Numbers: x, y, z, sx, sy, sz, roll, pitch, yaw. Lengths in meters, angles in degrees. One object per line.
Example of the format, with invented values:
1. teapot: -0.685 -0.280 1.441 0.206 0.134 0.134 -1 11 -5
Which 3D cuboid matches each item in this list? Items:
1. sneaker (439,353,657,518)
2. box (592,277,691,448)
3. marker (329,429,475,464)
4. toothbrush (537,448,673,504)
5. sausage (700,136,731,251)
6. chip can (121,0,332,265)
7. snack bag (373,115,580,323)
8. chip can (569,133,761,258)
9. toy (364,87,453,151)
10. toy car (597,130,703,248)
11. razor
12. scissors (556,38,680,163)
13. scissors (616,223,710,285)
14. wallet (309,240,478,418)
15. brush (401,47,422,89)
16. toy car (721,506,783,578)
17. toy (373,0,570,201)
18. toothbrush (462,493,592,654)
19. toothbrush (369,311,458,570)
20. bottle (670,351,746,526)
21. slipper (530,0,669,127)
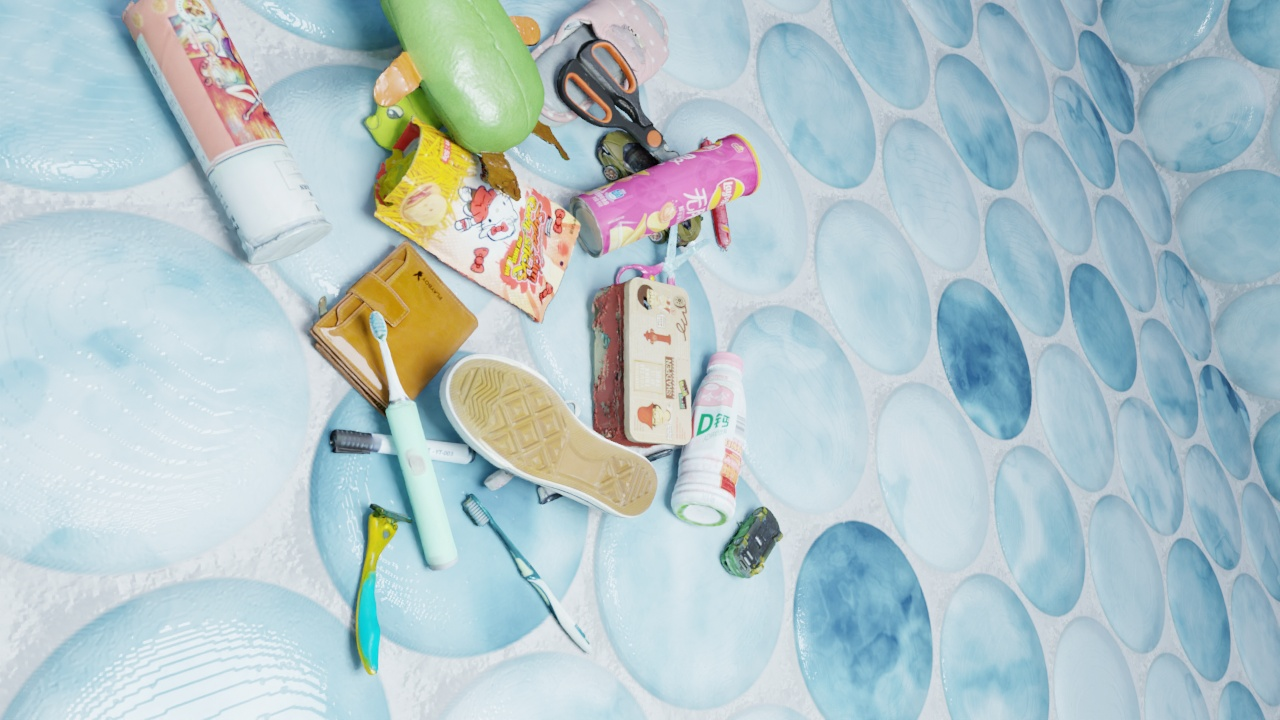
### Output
1. sneaker: -0.092 0.074 0.841 0.241 0.088 0.118 35 68 -32
2. box: -0.005 0.006 0.955 0.091 0.080 0.168 9 76 -40
3. marker: -0.203 0.076 0.792 0.130 0.018 0.022 13 88 -37
4. toothbrush: -0.031 0.112 0.929 0.180 0.016 0.018 -14 75 -42
5. sausage: 0.095 -0.209 1.149 0.020 0.020 0.155 1 74 -41
6. chip can: -0.331 -0.188 0.737 0.071 0.071 0.214 -31 95 -43
7. snack bag: -0.150 -0.135 0.880 0.207 0.073 0.128 30 65 -37
8. chip can: 0.029 -0.180 0.999 0.210 0.071 0.071 -26 93 -22
9. toy: -0.209 -0.222 0.880 0.096 0.031 0.100 -40 111 -28
10. toy car: 0.012 -0.199 1.060 0.158 0.042 0.070 49 49 -13
11. razor: -0.212 0.183 0.737 0.043 0.028 0.132 48 39 -60
12. scissors: -0.007 -0.246 1.027 0.136 0.022 0.235 -34 108 -23
13. scissors: 0.034 -0.097 1.037 0.133 0.017 0.125 -34 106 -23
14. wallet: -0.219 -0.032 0.809 0.119 0.035 0.130 53 49 -22
15. brush: -0.167 -0.279 0.924 0.145 0.063 0.069 22 92 -35
16. toy car: 0.123 0.201 1.016 0.043 0.036 0.091 55 49 -10
17. toy: -0.154 -0.269 0.837 0.226 0.090 0.247 -47 114 -47
18. toothbrush: -0.102 0.199 0.837 0.018 0.016 0.191 -42 103 -31
19. toothbrush: -0.193 0.068 0.769 0.026 0.027 0.224 -16 96 -17
20. bottle: 0.080 0.081 1.005 0.068 0.068 0.196 32 52 -29
21. slipper: -0.043 -0.357 1.057 0.114 0.055 0.273 53 50 -13
